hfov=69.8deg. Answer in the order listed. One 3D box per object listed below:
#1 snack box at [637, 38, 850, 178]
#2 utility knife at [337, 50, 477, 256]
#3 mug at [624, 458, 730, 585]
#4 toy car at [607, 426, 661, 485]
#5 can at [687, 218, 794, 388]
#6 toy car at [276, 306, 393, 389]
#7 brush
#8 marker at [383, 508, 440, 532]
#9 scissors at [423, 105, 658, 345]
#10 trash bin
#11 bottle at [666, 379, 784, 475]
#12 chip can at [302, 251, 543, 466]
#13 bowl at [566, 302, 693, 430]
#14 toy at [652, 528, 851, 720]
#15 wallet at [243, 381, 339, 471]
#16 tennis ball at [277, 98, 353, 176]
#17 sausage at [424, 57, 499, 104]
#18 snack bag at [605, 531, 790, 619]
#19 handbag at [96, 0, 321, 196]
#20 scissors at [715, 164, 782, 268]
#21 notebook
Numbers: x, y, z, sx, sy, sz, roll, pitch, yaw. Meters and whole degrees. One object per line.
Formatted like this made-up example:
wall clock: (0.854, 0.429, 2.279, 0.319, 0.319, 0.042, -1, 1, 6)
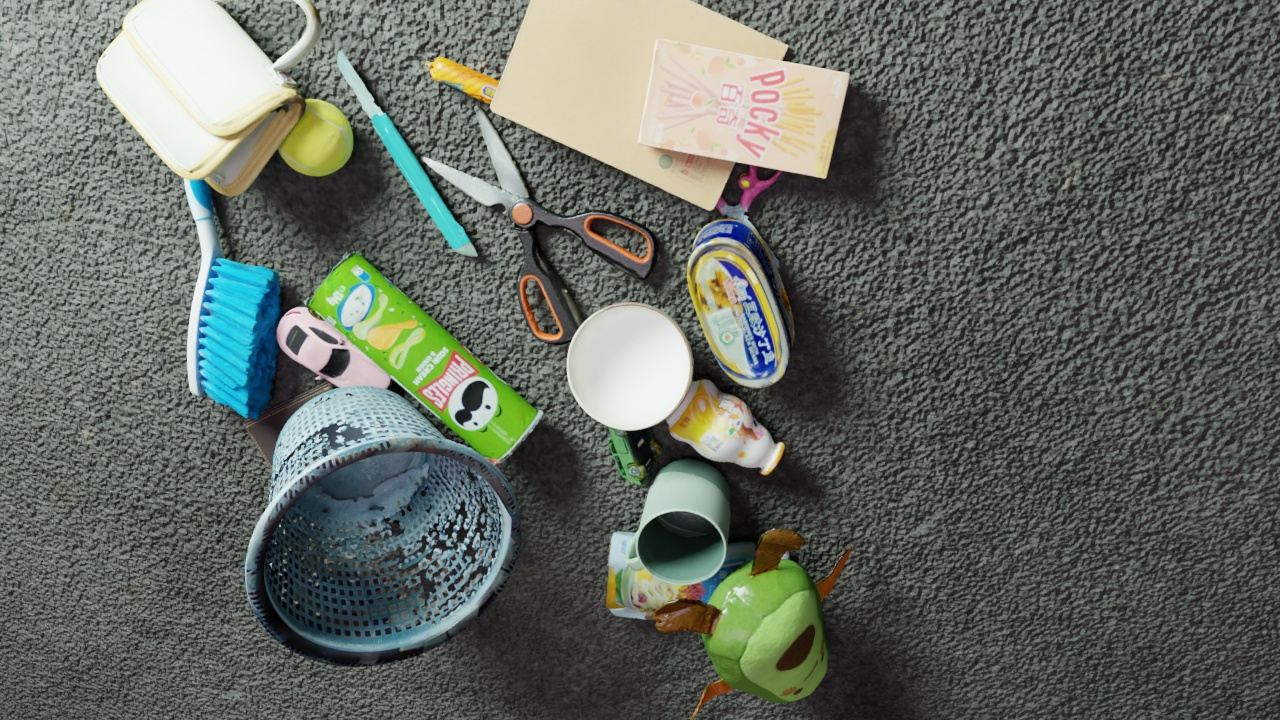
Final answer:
snack box: (0.082, -0.203, 0.741, 0.157, 0.026, 0.084, 11, 104, 1)
utility knife: (-0.209, -0.180, 0.821, 0.029, 0.013, 0.209, -15, 114, 43)
mug: (0.033, 0.157, 0.877, 0.112, 0.106, 0.082, -37, 104, 20)
toy car: (-0.009, 0.077, 0.884, 0.036, 0.043, 0.091, 4, 124, 32)
can: (0.088, -0.048, 0.806, 0.075, 0.049, 0.148, -15, 114, 19)
toy car: (-0.300, -0.005, 0.901, 0.122, 0.037, 0.056, 33, 115, -7)
brush: (-0.395, -0.095, 0.871, 0.109, 0.060, 0.315, 18, 112, 5)
marker: (-0.277, 0.157, 0.975, 0.132, 0.020, 0.022, 15, 98, 2)
scissors: (-0.085, -0.120, 0.828, 0.222, 0.021, 0.221, -2, 107, 8)
trash bin: (-0.247, 0.126, 0.839, 0.226, 0.195, 0.227, -12, 119, -22)
bottle: (0.080, 0.065, 0.854, 0.108, 0.063, 0.063, 32, 114, -5)
chip can: (-0.203, 0.000, 0.868, 0.236, 0.072, 0.072, 42, 113, -9)
bowl: (-0.005, 0.005, 0.835, 0.113, 0.062, 0.113, 0, 91, 11)
toy: (0.120, 0.255, 0.870, 0.227, 0.090, 0.247, -40, 135, -6)
wallet: (-0.343, 0.083, 0.955, 0.122, 0.020, 0.096, -23, 103, 19)
tennis ball: (-0.284, -0.194, 0.801, 0.065, 0.065, 0.065, 3, 113, 7)
sausage: (-0.107, -0.221, 0.785, 0.165, 0.021, 0.021, 23, 114, -1)
snack bag: (0.061, 0.228, 0.944, 0.191, 0.038, 0.110, 5, 108, 3)
handbag: (-0.350, -0.250, 0.762, 0.179, 0.063, 0.163, -45, 76, 10)
scissors: (0.076, -0.132, 0.798, 0.128, 0.017, 0.134, 16, 117, 0)
notebook: (-0.003, -0.233, 0.758, 0.207, 0.008, 0.148, 24, 104, -2)
